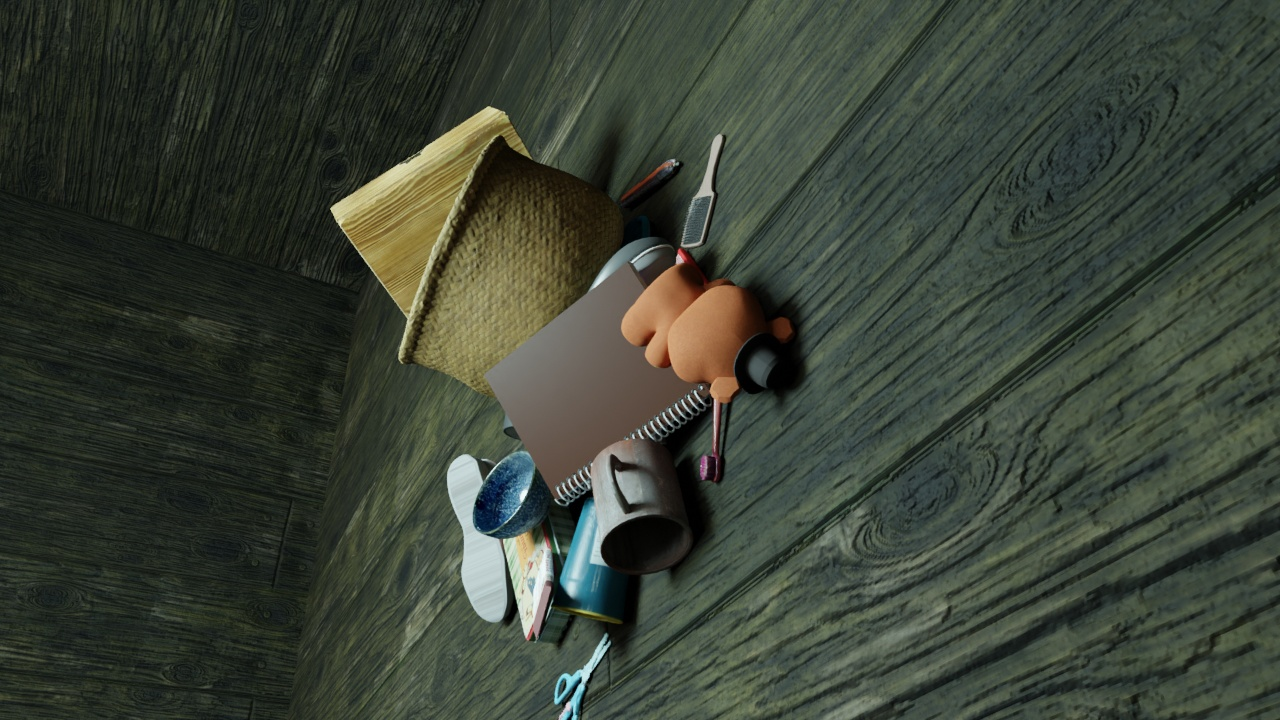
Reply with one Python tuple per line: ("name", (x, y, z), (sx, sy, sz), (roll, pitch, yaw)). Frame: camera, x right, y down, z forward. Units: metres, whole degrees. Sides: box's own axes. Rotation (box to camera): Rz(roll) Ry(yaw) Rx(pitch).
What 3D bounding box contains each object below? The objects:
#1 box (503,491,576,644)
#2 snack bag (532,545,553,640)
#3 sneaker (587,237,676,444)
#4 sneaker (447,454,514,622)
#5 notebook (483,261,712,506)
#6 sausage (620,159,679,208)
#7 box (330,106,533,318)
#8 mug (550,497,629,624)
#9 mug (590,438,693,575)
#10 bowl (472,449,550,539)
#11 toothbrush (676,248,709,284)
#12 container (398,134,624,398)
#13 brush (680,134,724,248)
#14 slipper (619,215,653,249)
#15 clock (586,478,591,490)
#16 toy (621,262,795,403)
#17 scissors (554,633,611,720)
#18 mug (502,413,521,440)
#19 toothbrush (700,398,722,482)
("box", (-0.123, 0.248, 1.155), (0.118, 0.050, 0.205), (-64, 25, 20))
("snack bag", (-0.104, 0.249, 0.993), (0.158, 0.013, 0.057), (-150, 77, -82))
("sneaker", (-0.007, 0.005, 0.996), (0.160, 0.093, 0.257), (42, 108, 25))
("sneaker", (-0.204, 0.249, 1.309), (0.099, 0.089, 0.236), (-23, 73, 34))
("notebook", (-0.047, 0.028, 0.962), (0.209, 0.022, 0.171), (-36, 77, 20))
("sausage", (0.009, -0.229, 1.201), (0.156, 0.020, 0.020), (-24, 54, 60))
("box", (-0.289, -0.204, 1.433), (0.279, 0.286, 0.336), (-36, 28, -9))
("mug", (-0.044, 0.212, 0.980), (0.078, 0.078, 0.121), (-22, 51, 61))
("mug", (-0.008, 0.132, 0.896), (0.096, 0.123, 0.110), (-24, 40, 3))
("bowl", (-0.147, 0.173, 1.124), (0.115, 0.060, 0.114), (-33, 36, 28))
("toothbrush", (0.071, -0.070, 0.978), (0.018, 0.012, 0.212), (-64, 26, 22))
("container", (-0.149, -0.103, 1.145), (0.307, 0.196, 0.307), (-160, 92, -82))
("brush", (0.071, -0.196, 1.050), (0.050, 0.015, 0.135), (5, 79, 64))
("slipper", (-0.031, -0.054, 1.134), (0.118, 0.060, 0.294), (137, 141, -55))
("clock", (-0.081, 0.084, 1.152), (0.104, 0.061, 0.156), (-19, 66, 62))
("toy", (0.062, -0.027, 0.845), (0.112, 0.096, 0.176), (-43, 40, -11))
("scissors", (-0.064, 0.346, 1.018), (0.142, 0.015, 0.076), (-60, 25, 15))
("mug", (-0.132, 0.060, 1.273), (0.114, 0.078, 0.087), (-9, 64, 34))
("toothbrush", (0.073, 0.023, 0.890), (0.016, 0.016, 0.189), (154, 122, -65))
